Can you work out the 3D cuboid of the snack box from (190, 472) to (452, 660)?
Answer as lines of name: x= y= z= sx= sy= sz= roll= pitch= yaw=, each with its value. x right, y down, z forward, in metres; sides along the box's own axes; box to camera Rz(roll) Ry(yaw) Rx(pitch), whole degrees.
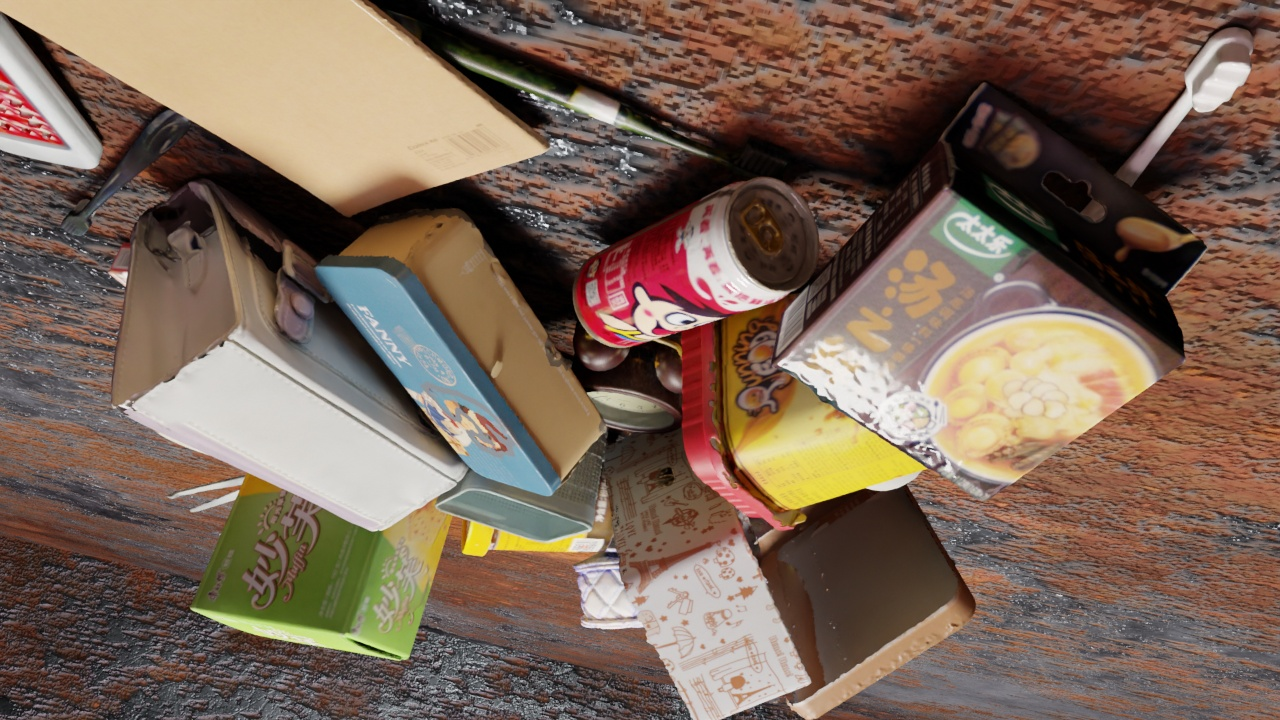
snack box: x=-0.220 y=0.103 z=0.686 sx=0.158 sy=0.209 sz=0.070 roll=-1 pitch=151 yaw=28

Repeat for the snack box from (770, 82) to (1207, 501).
snack box: x=0.134 y=-0.020 z=0.361 sx=0.113 sy=0.053 sz=0.126 roll=32 pitch=129 yaw=-9

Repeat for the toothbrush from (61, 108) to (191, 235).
toothbrush: x=-0.287 y=-0.104 z=0.510 sx=0.182 sy=0.018 sz=0.015 roll=-16 pitch=138 yaw=42

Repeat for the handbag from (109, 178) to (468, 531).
handbag: x=-0.199 y=-0.001 z=0.546 sx=0.098 sy=0.145 sz=0.197 roll=-34 pitch=143 yaw=5

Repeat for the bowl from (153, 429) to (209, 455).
bowl: x=-0.362 y=0.046 z=0.809 sx=0.113 sy=0.062 sz=0.114 roll=11 pitch=157 yaw=5

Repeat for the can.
can: x=0.021 y=-0.042 z=0.430 sx=0.053 sy=0.053 sz=0.133 roll=25 pitch=160 yaw=-26

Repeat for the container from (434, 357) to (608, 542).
container: x=-0.076 y=0.057 z=0.638 sx=0.090 sy=0.111 sz=0.090 roll=23 pitch=153 yaw=-23

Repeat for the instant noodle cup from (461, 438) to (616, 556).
instant noodle cup: x=-0.080 y=0.104 z=0.743 sx=0.114 sy=0.118 sz=0.119 roll=10 pitch=157 yaw=-13

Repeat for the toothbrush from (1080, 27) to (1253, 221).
toothbrush: x=0.189 y=-0.062 z=0.370 sx=0.016 sy=0.016 sz=0.180 roll=12 pitch=156 yaw=5

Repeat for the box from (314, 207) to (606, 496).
box: x=-0.098 y=-0.008 z=0.507 sx=0.090 sy=0.059 sz=0.184 roll=5 pitch=138 yaw=46

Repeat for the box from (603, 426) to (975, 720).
box: x=0.097 y=0.116 z=0.603 sx=0.193 sy=0.183 sz=0.157 roll=-25 pitch=113 yaw=5

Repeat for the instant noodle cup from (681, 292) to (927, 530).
instant noodle cup: x=0.098 y=0.017 z=0.484 sx=0.124 sy=0.116 sz=0.116 roll=-16 pitch=146 yaw=26

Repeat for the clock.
clock: x=-0.003 y=0.003 z=0.553 sx=0.082 sy=0.055 sz=0.122 roll=15 pitch=158 yaw=-4

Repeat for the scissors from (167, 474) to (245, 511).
scissors: x=-0.289 y=0.100 z=0.831 sx=0.222 sy=0.021 sz=0.210 roll=-27 pitch=159 yaw=19

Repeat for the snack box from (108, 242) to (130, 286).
snack box: x=-0.296 y=-0.031 z=0.656 sx=0.075 sy=0.025 sz=0.153 roll=7 pitch=155 yaw=13

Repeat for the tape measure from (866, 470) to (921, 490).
tape measure: x=0.144 y=0.045 z=0.561 sx=0.066 sy=0.065 sz=0.033 roll=-11 pitch=148 yaw=41

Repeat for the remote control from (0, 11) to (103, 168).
remote control: x=-0.305 y=-0.130 z=0.432 sx=0.056 sy=0.020 sz=0.136 roll=11 pitch=163 yaw=-8

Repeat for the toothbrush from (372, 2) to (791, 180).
toothbrush: x=-0.023 y=-0.109 z=0.375 sx=0.185 sy=0.012 sz=0.017 roll=18 pitch=149 yaw=-12

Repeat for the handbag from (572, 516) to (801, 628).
handbag: x=0.042 y=0.181 z=0.814 sx=0.193 sy=0.075 sz=0.134 roll=-4 pitch=171 yaw=-45

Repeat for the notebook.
notebook: x=-0.160 y=-0.125 z=0.374 sx=0.150 sy=0.012 sz=0.211 roll=-5 pitch=156 yaw=38
